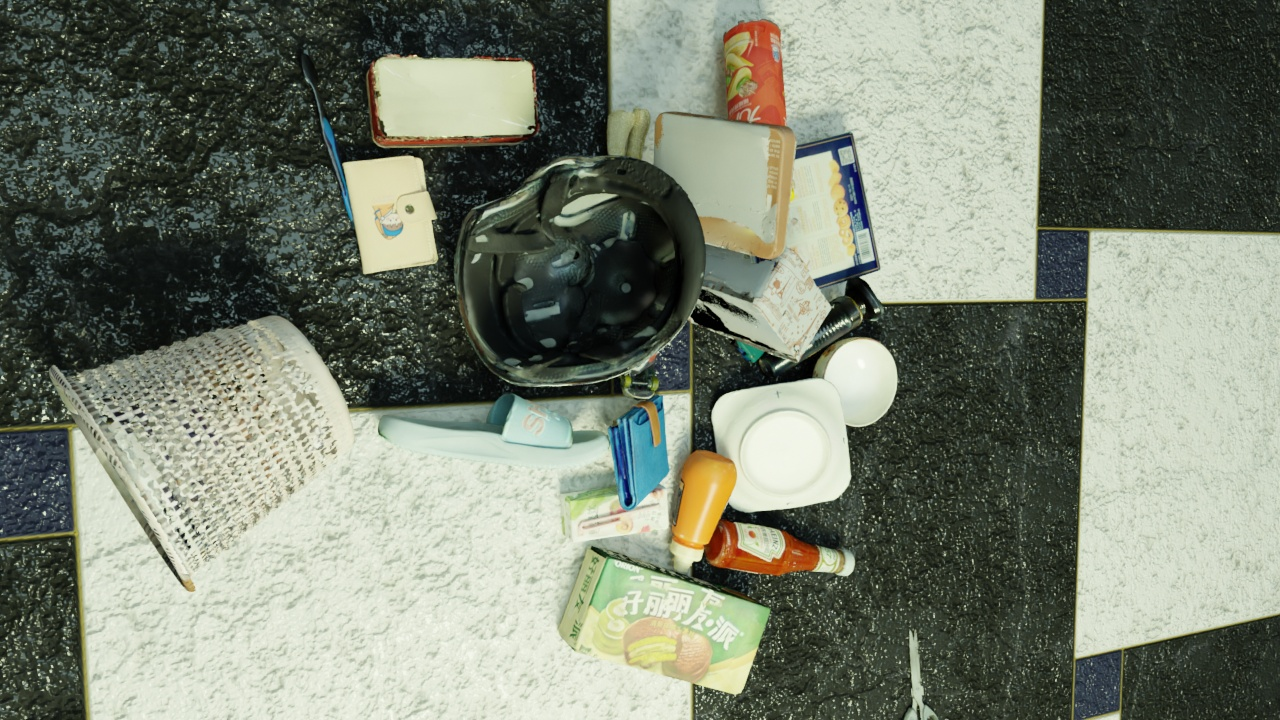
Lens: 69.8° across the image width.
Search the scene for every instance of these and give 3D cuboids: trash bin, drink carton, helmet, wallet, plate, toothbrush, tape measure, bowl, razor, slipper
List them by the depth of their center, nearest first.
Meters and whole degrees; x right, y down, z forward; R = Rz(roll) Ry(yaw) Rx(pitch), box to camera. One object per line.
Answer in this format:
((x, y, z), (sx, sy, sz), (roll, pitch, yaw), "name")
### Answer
((-0.384, 0.064, 0.840), (0.191, 0.228, 0.227), (-33, 106, -30), "trash bin")
((-0.316, -0.218, 0.941), (0.014, 0.016, 0.189), (-22, 105, -29), "toothbrush")
((-0.049, -0.086, 0.961), (0.274, 0.156, 0.230), (-21, 84, 16), "helmet")
((-0.257, -0.154, 0.962), (0.087, 0.024, 0.115), (-14, 99, -29), "wallet")
((-0.155, 0.071, 0.987), (0.245, 0.104, 0.074), (7, 90, -17), "slipper")
((0.003, 0.100, 1.044), (0.040, 0.132, 0.106), (-3, 98, 17), "wallet")
((-0.029, 0.177, 1.075), (0.122, 0.045, 0.053), (-4, 97, -22), "drink carton")
((0.175, 0.109, 1.127), (0.164, 0.034, 0.164), (-10, 103, 3), "plate")
((0.141, -0.032, 1.140), (0.054, 0.025, 0.058), (46, 76, -21), "tape measure")
((0.222, -0.036, 1.148), (0.167, 0.067, 0.062), (-36, 89, 3), "razor")
((0.265, 0.024, 1.177), (0.113, 0.062, 0.113), (-3, 97, -22), "bowl")

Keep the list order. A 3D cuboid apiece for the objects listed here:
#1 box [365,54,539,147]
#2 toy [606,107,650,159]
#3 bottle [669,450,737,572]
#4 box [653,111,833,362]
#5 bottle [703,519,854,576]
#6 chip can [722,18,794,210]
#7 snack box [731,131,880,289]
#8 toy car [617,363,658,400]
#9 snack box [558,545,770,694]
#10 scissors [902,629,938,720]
((-0.193, -0.270, 0.950), (0.168, 0.080, 0.091), (-7, 98, -23), "box")
((-0.012, -0.206, 1.039), (0.105, 0.066, 0.157), (-9, 106, -39), "toy")
((0.069, 0.186, 1.111), (0.066, 0.067, 0.149), (14, 96, -23), "bottle")
((0.093, -0.128, 0.992), (0.126, 0.179, 0.274), (-40, 132, -28), "box")
((0.180, 0.244, 1.161), (0.206, 0.060, 0.060), (13, 89, -23), "bottle")
((0.135, -0.282, 1.058), (0.073, 0.073, 0.216), (6, 72, -23), "chip can")
((0.200, -0.175, 1.142), (0.182, 0.046, 0.178), (-17, 101, -21), "snack box")
((-0.006, 0.006, 1.056), (0.042, 0.035, 0.090), (4, 58, -20), "toy car")
((0.031, 0.313, 1.102), (0.240, 0.063, 0.114), (23, 84, -23), "snack box")
((0.398, 0.466, 1.300), (0.135, 0.014, 0.174), (29, 80, -21), "scissors")
